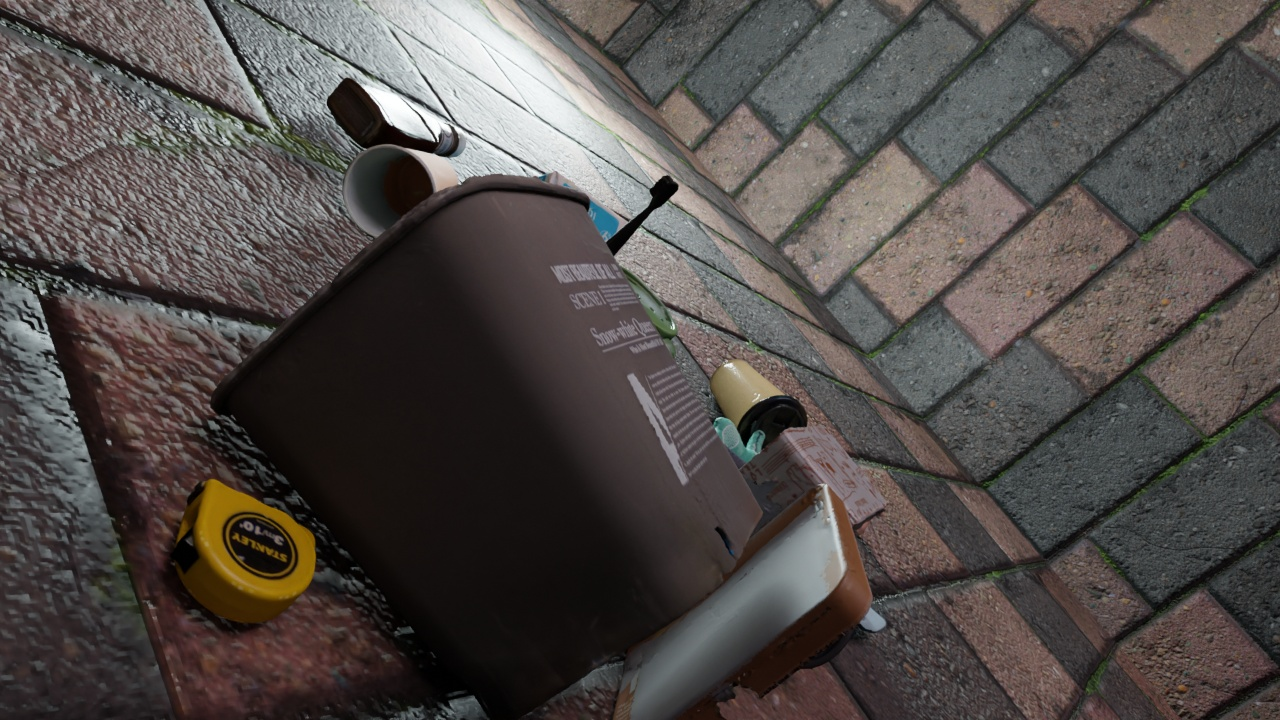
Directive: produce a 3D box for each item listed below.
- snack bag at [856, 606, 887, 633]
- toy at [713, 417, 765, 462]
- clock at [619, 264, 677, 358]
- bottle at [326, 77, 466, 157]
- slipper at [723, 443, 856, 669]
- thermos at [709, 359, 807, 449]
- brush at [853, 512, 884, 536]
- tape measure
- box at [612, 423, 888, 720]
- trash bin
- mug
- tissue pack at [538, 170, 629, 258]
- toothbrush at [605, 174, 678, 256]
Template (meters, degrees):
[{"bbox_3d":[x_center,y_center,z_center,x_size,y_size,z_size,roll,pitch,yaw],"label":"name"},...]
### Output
[{"bbox_3d":[0.184,0.205,0.970,0.191,0.039,0.110,56,9,29],"label":"snack bag"},{"bbox_3d":[0.109,0.101,1.025,0.092,0.030,0.096,49,45,-19],"label":"toy"},{"bbox_3d":[-0.012,-0.044,1.046,0.116,0.056,0.161,33,21,-35],"label":"clock"},{"bbox_3d":[-0.246,-0.245,0.970,0.080,0.044,0.194,50,16,9],"label":"bottle"},{"bbox_3d":[0.077,0.131,0.769,0.268,0.111,0.083,45,14,8],"label":"slipper"},{"bbox_3d":[0.140,0.060,1.133,0.093,0.093,0.143,35,11,-34],"label":"thermos"},{"bbox_3d":[0.212,0.142,1.036,0.063,0.073,0.145,59,-2,-40],"label":"brush"},{"bbox_3d":[-0.172,0.087,0.398,0.060,0.029,0.057,36,18,-31],"label":"tape measure"},{"bbox_3d":[0.065,0.139,0.591,0.106,0.178,0.271,48,16,4],"label":"box"},{"bbox_3d":[-0.062,0.046,0.498,0.219,0.199,0.198,54,17,5],"label":"trash bin"},{"bbox_3d":[-0.203,-0.152,0.808,0.078,0.078,0.122,44,12,-9],"label":"mug"},{"bbox_3d":[-0.087,-0.164,1.067,0.090,0.063,0.140,0,-24,46],"label":"tissue pack"},{"bbox_3d":[-0.047,-0.069,0.742,0.026,0.213,0.027,28,24,-45],"label":"toothbrush"}]
